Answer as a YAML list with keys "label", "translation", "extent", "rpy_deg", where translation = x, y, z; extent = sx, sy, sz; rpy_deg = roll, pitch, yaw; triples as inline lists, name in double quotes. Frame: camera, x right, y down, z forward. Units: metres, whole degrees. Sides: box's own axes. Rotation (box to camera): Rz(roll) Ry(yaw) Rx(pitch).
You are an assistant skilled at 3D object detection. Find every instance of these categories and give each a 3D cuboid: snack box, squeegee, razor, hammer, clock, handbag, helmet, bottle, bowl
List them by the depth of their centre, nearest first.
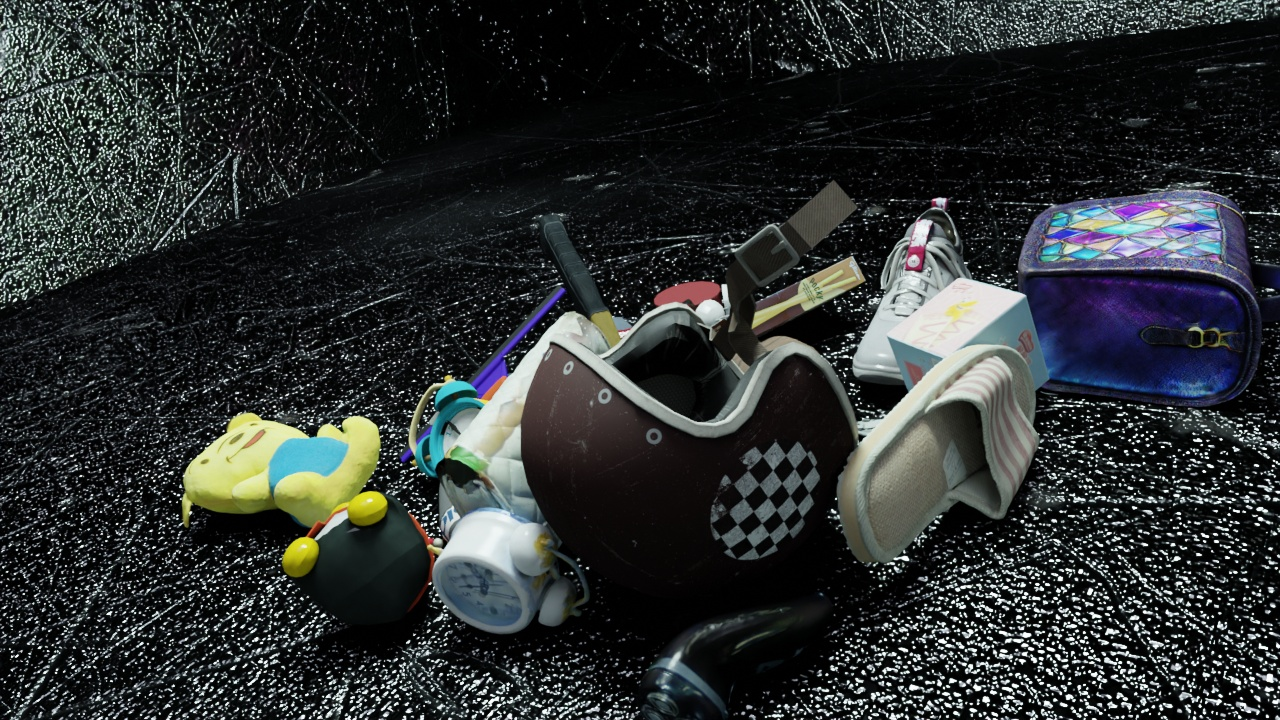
- label: "razor"
  translation: [0.064, 0.187, 0.573]
  extent: [0.140, 0.053, 0.063]
  rpy_deg: [-18, 57, -22]
- label: "helmet"
  translation: [0.040, 0.042, 0.654]
  extent: [0.253, 0.234, 0.233]
  rpy_deg: [-42, 24, -10]
- label: "clock"
  translation: [-0.094, 0.156, 0.673]
  extent: [0.126, 0.089, 0.051]
  rpy_deg: [-4, 31, 25]
- label: "handbag"
  translation: [-0.077, 0.067, 0.769]
  extent: [0.073, 0.139, 0.194]
  rpy_deg: [4, 42, 31]
- label: "snack box"
  translation: [0.286, -0.004, 0.802]
  extent: [0.094, 0.093, 0.079]
  rpy_deg: [-36, 29, -12]
- label: "bottle"
  translation: [-0.153, 0.134, 0.805]
  extent: [0.047, 0.047, 0.112]
  rpy_deg: [-16, 24, -6]
- label: "handbag"
  translation: [0.462, -0.061, 0.820]
  extent: [0.222, 0.125, 0.204]
  rpy_deg: [3, 28, 30]
- label: "clock"
  translation: [-0.174, 0.075, 0.893]
  extent: [0.130, 0.099, 0.043]
  rpy_deg: [23, 3, 30]
- label: "squeegee"
  translation: [-0.119, 0.062, 0.918]
  extent: [0.249, 0.055, 0.185]
  rpy_deg: [-46, 43, 1]
- label: "bowl"
  translation: [0.126, 0.002, 0.943]
  extent: [0.119, 0.032, 0.119]
  rpy_deg: [-18, 13, 4]
- label: "hammer"
  translation: [-0.050, -0.054, 0.949]
  extent: [0.025, 0.118, 0.332]
  rpy_deg: [-13, 43, -15]
- label: "snack box"
  translation: [0.150, -0.054, 1.027]
  extent: [0.185, 0.031, 0.101]
  rpy_deg: [-26, -4, -27]
- label: "clock"
  translation: [0.070, -0.063, 1.131]
  extent: [0.125, 0.044, 0.086]
  rpy_deg: [3, 28, 33]

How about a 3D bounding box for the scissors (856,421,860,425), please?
- label: "scissors"
  translation: [0.133, 0.051, 0.859]
  extent: [0.154, 0.012, 0.163]
  rpy_deg: [-16, 19, 16]

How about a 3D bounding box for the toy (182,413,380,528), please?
- label: "toy"
  translation: [-0.364, 0.113, 0.919]
  extent: [0.214, 0.084, 0.148]
  rpy_deg: [-2, 24, 28]

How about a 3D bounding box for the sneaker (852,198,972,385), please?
- label: "sneaker"
  translation: [0.281, -0.068, 0.930]
  extent: [0.097, 0.129, 0.262]
  rpy_deg: [2, 30, 33]

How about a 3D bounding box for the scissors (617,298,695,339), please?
- label: "scissors"
  translation: [-0.004, 0.002, 0.970]
  extent: [0.199, 0.015, 0.179]
  rpy_deg: [-34, 60, -20]

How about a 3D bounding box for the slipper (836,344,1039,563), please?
- label: "slipper"
  translation: [0.236, 0.066, 0.675]
  extent: [0.262, 0.115, 0.052]
  rpy_deg: [-26, 15, -39]

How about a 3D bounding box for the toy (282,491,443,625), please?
- label: "toy"
  translation: [-0.213, 0.157, 0.730]
  extent: [0.097, 0.099, 0.119]
  rpy_deg: [-36, 3, -6]

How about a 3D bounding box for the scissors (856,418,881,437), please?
- label: "scissors"
  translation: [0.187, 0.056, 0.842]
  extent: [0.141, 0.014, 0.164]
  rpy_deg: [-17, 23, -3]

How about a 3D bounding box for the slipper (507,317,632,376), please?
- label: "slipper"
  translation: [-0.083, -0.004, 1.035]
  extent: [0.263, 0.082, 0.101]
  rpy_deg: [-20, 27, -15]
